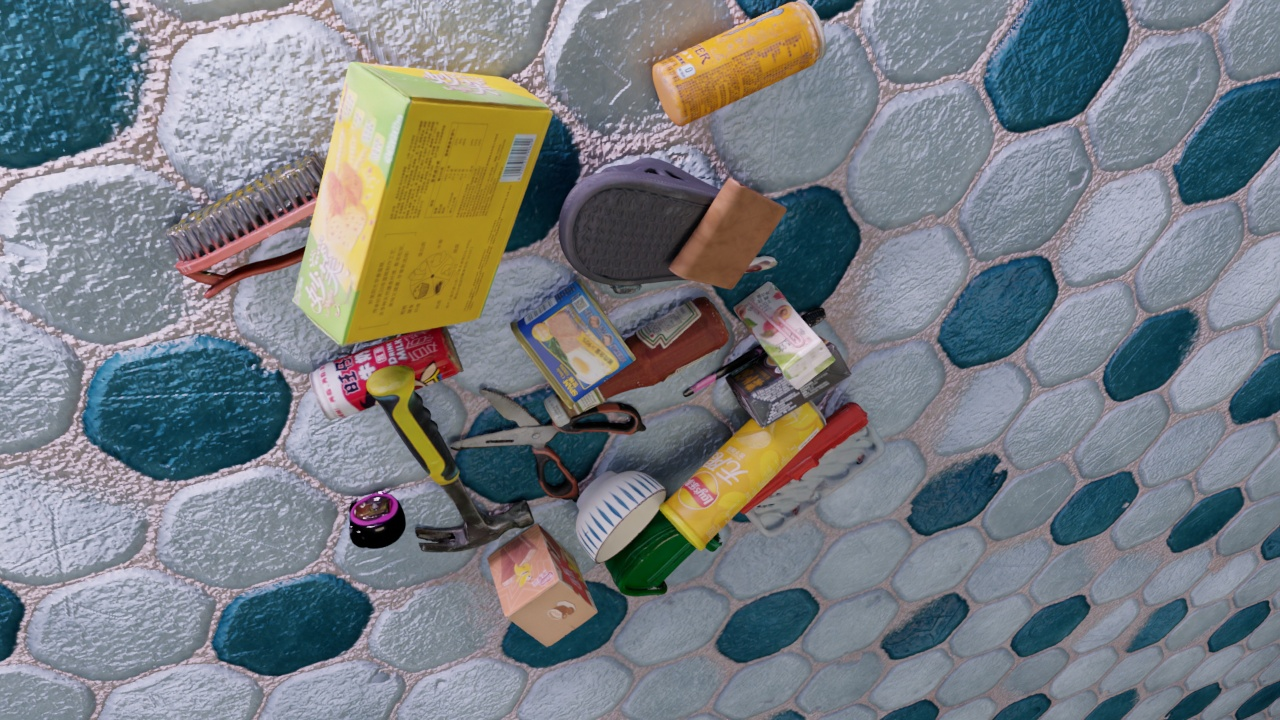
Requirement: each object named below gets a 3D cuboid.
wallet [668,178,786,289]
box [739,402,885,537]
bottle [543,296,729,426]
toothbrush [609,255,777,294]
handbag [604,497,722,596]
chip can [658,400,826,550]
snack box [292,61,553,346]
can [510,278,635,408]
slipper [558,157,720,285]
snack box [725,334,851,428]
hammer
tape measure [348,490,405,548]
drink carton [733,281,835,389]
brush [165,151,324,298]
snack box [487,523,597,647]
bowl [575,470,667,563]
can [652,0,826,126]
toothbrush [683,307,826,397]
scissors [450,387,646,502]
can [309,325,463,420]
[{"bbox_3d":[0.086,-0.116,0.874,0.101,0.020,0.115,-55,152,16],"label":"wallet"},{"bbox_3d":[0.209,0.135,1.165,0.201,0.074,0.154,-38,145,5],"label":"box"},{"bbox_3d":[-0.006,0.006,0.967,0.206,0.059,0.060,-30,132,-2],"label":"bottle"},{"bbox_3d":[0.059,-0.089,0.952,0.187,0.017,0.016,-10,129,-17],"label":"toothbrush"},{"bbox_3d":[0.027,0.242,1.159,0.120,0.068,0.131,30,109,-39],"label":"handbag"},{"bbox_3d":[0.120,0.124,1.076,0.213,0.072,0.072,-43,132,-8],"label":"chip can"},{"bbox_3d":[-0.175,-0.124,0.739,0.157,0.070,0.210,-17,139,-53],"label":"snack box"},{"bbox_3d":[-0.066,-0.018,0.909,0.083,0.057,0.102,-35,109,1],"label":"can"},{"bbox_3d":[0.014,-0.133,0.866,0.267,0.083,0.111,-1,130,-47],"label":"slipper"},{"bbox_3d":[0.161,0.019,1.033,0.113,0.125,0.053,-31,105,-1],"label":"snack box"},{"bbox_3d":[-0.206,0.112,0.937,0.126,0.032,0.324,-22,144,-6],"label":"hammer"},{"bbox_3d":[-0.279,0.168,0.968,0.058,0.057,0.039,-9,128,-8],"label":"tape measure"},{"bbox_3d":[0.149,-0.029,0.970,0.053,0.122,0.045,-38,130,6],"label":"drink carton"},{"bbox_3d":[-0.306,-0.104,0.741,0.146,0.063,0.069,-28,118,-1],"label":"brush"},{"bbox_3d":[-0.117,0.268,1.095,0.077,0.094,0.093,-35,132,3],"label":"snack box"},{"bbox_3d":[-0.032,0.171,1.066,0.116,0.066,0.117,-41,160,-18],"label":"bowl"},{"bbox_3d":[0.086,-0.261,0.805,0.146,0.058,0.058,-26,132,-5],"label":"can"},{"bbox_3d":[0.131,-0.007,1.050,0.189,0.017,0.014,-32,122,3],"label":"toothbrush"},{"bbox_3d":[-0.097,0.085,1.016,0.189,0.015,0.225,-31,132,0],"label":"scissors"},{"bbox_3d":[-0.239,0.010,0.867,0.132,0.053,0.053,-21,131,-9],"label":"can"}]
